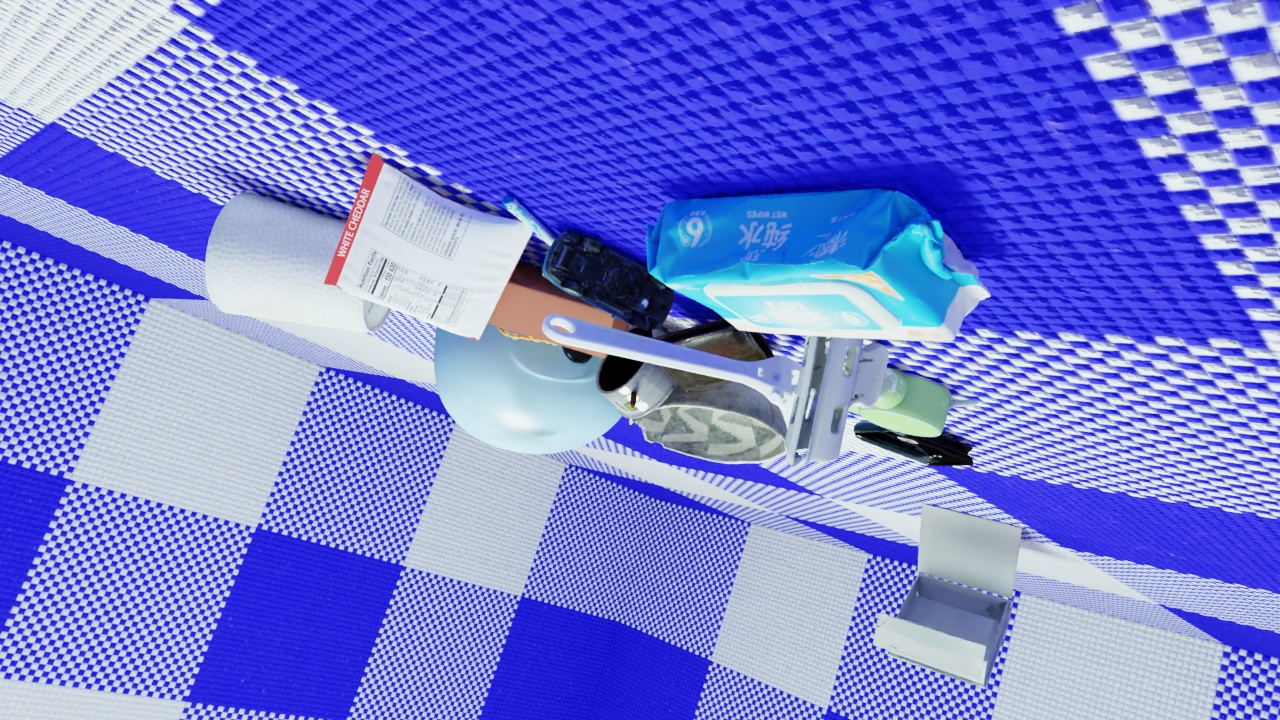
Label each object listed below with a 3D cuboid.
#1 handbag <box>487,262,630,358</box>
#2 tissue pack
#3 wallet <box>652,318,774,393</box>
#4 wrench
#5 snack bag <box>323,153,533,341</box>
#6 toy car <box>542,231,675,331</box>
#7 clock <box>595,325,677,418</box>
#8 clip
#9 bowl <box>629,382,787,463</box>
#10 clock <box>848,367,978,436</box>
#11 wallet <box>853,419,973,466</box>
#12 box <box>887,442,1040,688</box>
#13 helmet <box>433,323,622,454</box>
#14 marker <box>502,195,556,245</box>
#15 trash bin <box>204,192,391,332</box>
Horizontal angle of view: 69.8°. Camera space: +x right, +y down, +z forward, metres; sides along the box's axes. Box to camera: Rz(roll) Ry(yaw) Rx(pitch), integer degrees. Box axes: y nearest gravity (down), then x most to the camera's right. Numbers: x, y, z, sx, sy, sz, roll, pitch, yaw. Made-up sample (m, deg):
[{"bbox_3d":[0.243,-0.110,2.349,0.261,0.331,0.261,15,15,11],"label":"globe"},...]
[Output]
[{"bbox_3d":[-0.099,-0.055,0.879,0.172,0.060,0.108,17,-160,7],"label":"handbag"},{"bbox_3d":[0.111,-0.059,0.587,0.210,0.066,0.117,4,163,44],"label":"tissue pack"},{"bbox_3d":[0.072,-0.006,0.892,0.099,0.031,0.120,-16,154,18],"label":"wallet"},{"bbox_3d":[0.043,-0.001,0.811,0.273,0.018,0.066,13,-148,-22],"label":"wrench"},{"bbox_3d":[-0.183,-0.090,0.790,0.144,0.131,0.039,22,-151,-18],"label":"snack bag"},{"bbox_3d":[-0.027,-0.069,0.788,0.120,0.056,0.044,26,173,-20],"label":"toy car"},{"bbox_3d":[-0.006,0.006,0.997,0.056,0.104,0.148,36,176,-29],"label":"clock"},{"bbox_3d":[0.157,0.016,0.755,0.075,0.125,0.143,18,-166,24],"label":"clip"},{"bbox_3d":[0.085,0.052,1.037,0.178,0.081,0.179,11,159,4],"label":"bowl"},{"bbox_3d":[0.248,0.039,0.883,0.119,0.042,0.094,20,167,-6],"label":"clock"},{"bbox_3d":[0.317,0.092,1.062,0.115,0.026,0.089,22,168,-15],"label":"wallet"},{"bbox_3d":[0.551,0.334,1.559,0.167,0.380,0.171,12,-176,29],"label":"box"},{"bbox_3d":[-0.130,0.032,1.144,0.265,0.166,0.226,12,161,-18],"label":"helmet"},{"bbox_3d":[-0.080,-0.105,0.789,0.013,0.013,0.142,12,167,27],"label":"marker"},{"bbox_3d":[-0.352,-0.098,0.979,0.161,0.133,0.133,13,168,3],"label":"trash bin"}]
